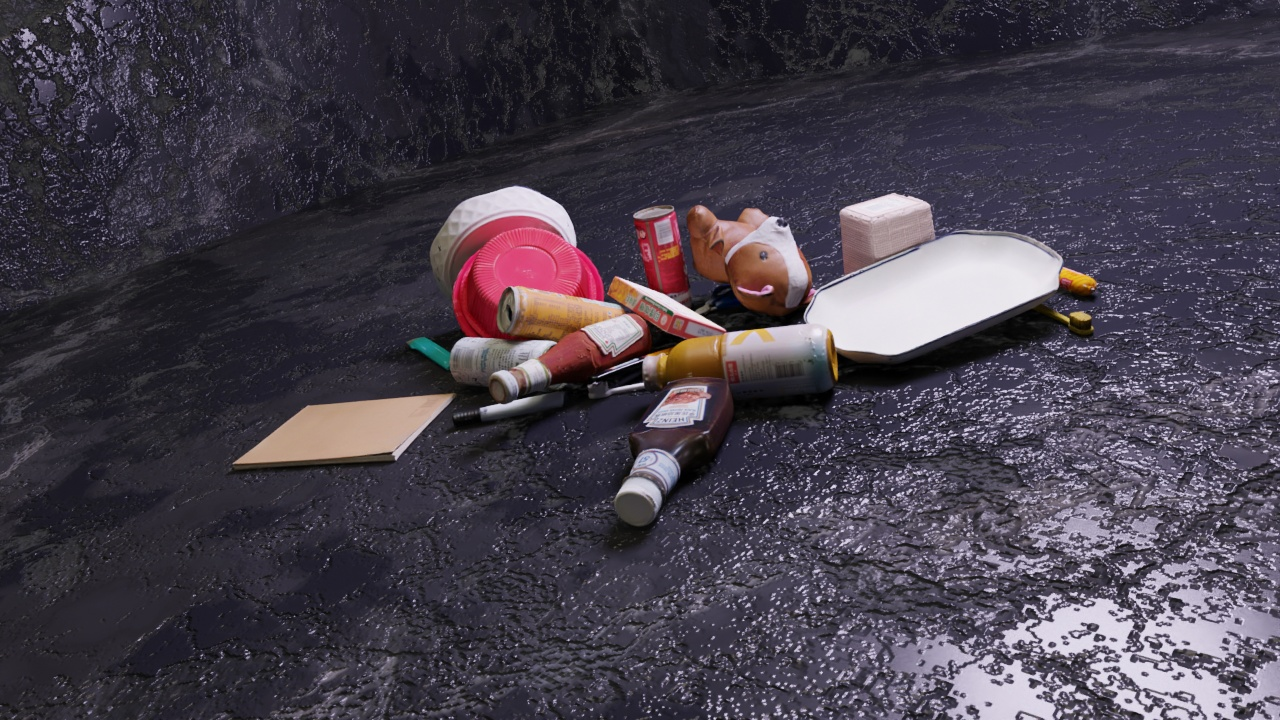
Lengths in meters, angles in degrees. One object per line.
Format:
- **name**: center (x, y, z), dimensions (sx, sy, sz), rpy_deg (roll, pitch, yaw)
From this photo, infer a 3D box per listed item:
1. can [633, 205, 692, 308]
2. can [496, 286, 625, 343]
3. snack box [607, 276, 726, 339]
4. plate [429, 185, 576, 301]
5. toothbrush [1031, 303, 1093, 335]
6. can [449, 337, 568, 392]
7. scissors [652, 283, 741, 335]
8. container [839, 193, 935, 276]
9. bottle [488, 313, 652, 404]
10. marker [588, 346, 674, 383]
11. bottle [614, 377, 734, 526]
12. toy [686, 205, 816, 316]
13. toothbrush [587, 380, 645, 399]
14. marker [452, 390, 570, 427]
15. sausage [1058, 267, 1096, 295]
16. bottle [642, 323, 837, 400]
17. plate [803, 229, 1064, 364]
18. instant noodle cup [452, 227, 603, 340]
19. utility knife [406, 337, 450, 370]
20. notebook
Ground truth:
- **can**: center (0.030, -0.128, 1.179), dimensions (0.053, 0.133, 0.053), rpy_deg (-12, 22, 5)
- **can**: center (-0.091, -0.048, 1.077), dimensions (0.145, 0.058, 0.058), rpy_deg (9, 10, -29)
- **snack box**: center (0.029, -0.058, 1.084), dimensions (0.077, 0.027, 0.156), rpy_deg (17, 11, -32)
- **plate**: center (-0.184, -0.139, 1.267), dimensions (0.204, 0.205, 0.045), rpy_deg (-17, 46, -9)
- **toothbrush**: center (0.410, -0.064, 0.961), dimensions (0.015, 0.017, 0.190), rpy_deg (-16, 22, -5)
- **can**: center (-0.152, 0.004, 1.065), dimensions (0.147, 0.058, 0.058), rpy_deg (3, 27, 35)
- **scissors**: center (0.093, -0.064, 1.154), dimensions (0.125, 0.012, 0.173), rpy_deg (-1, 27, 27)
- **container**: center (0.287, -0.126, 1.058), dimensions (0.090, 0.111, 0.090), rpy_deg (-17, 22, -10)
- **bottle**: center (-0.074, 0.001, 0.996), dimensions (0.060, 0.060, 0.205), rpy_deg (10, 24, 44)
- **marker**: center (-0.006, 0.006, 1.010), dimensions (0.123, 0.015, 0.018), rpy_deg (-18, 6, -35)
- **bottle**: center (0.027, 0.076, 0.809), dimensions (0.080, 0.044, 0.194), rpy_deg (-4, 24, 24)
- **toy**: center (0.144, -0.124, 1.118), dimensions (0.140, 0.131, 0.199), rpy_deg (-3, 37, -25)
- **toothbrush**: center (0.030, 0.019, 0.981), dimensions (0.180, 0.016, 0.016), rpy_deg (-9, 24, 9)
- **marker**: center (-0.140, 0.052, 0.997), dimensions (0.131, 0.018, 0.022), rpy_deg (-12, 23, 5)
- **sausage**: center (0.450, -0.099, 1.019), dimensions (0.021, 0.021, 0.165), rpy_deg (-16, 22, -8)
- **bottle**: center (0.096, 0.005, 0.906), dimensions (0.190, 0.068, 0.067), rpy_deg (-6, 23, 18)
- **plate**: center (0.304, -0.062, 0.954), dimensions (0.265, 0.034, 0.162), rpy_deg (-23, 34, -9)
- **instant noodle cup**: center (-0.141, -0.096, 1.150), dimensions (0.194, 0.066, 0.193), rpy_deg (2, 62, -4)
- **utility knife**: center (-0.279, -0.010, 1.234), dimensions (0.029, 0.013, 0.151), rpy_deg (-27, 28, -24)
- **notebook**: center (-0.336, 0.079, 1.053), dimensions (0.212, 0.012, 0.149), rpy_deg (-5, 22, 19)
